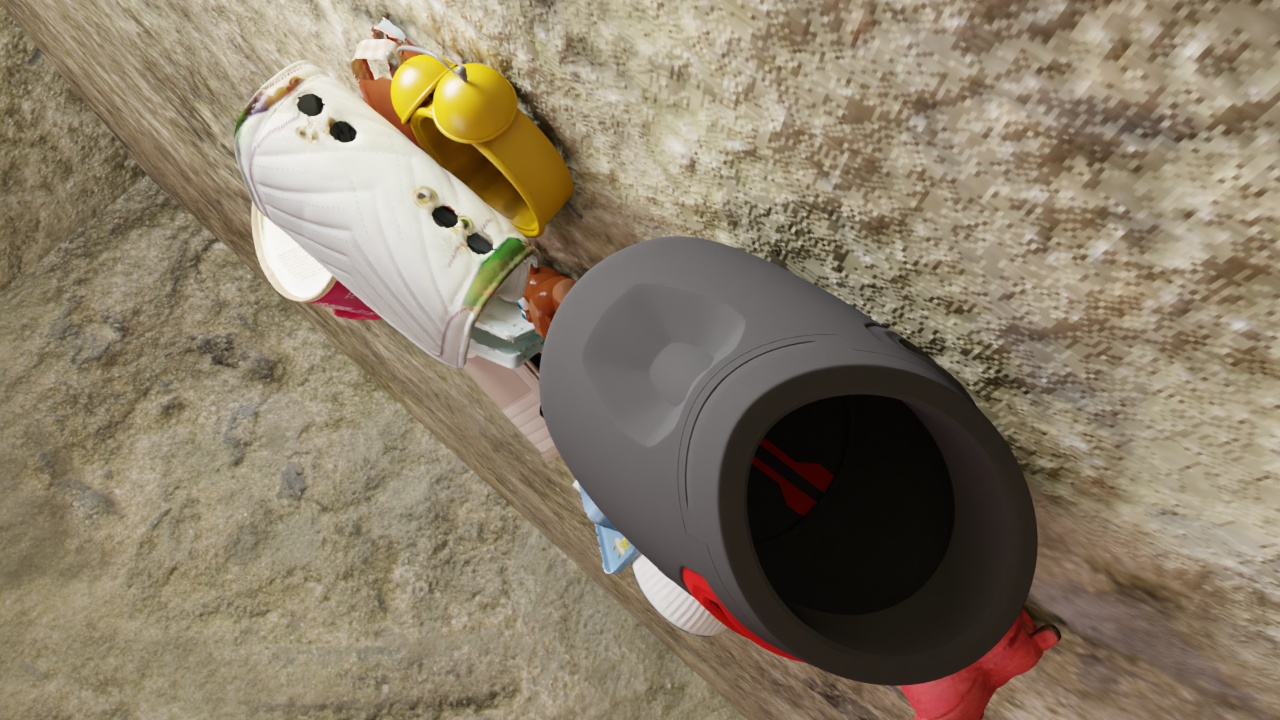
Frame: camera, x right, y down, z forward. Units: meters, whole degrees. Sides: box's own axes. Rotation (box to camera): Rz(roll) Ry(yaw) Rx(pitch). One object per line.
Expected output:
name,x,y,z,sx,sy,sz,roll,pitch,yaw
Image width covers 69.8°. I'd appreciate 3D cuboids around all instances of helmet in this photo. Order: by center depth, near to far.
helmet,0.064,0.044,0.477,0.264,0.164,0.170,38,178,-20

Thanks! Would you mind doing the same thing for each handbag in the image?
handbag,-0.169,-0.099,0.630,0.198,0.096,0.142,40,158,-1
handbag,-0.114,0.028,1.051,0.175,0.062,0.198,49,154,-11

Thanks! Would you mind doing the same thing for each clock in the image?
clock,-0.104,-0.144,0.602,0.114,0.052,0.152,27,161,43

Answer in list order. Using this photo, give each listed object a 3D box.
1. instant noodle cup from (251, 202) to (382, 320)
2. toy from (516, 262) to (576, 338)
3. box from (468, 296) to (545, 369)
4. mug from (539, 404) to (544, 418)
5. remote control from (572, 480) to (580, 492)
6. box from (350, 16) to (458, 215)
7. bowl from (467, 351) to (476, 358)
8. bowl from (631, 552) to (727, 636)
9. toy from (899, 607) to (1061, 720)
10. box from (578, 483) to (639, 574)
instant noodle cup,-0.276,-0.122,0.817,0.179,0.179,0.077,34,-156,29
toy,-0.073,-0.041,0.761,0.128,0.065,0.095,42,162,23
box,-0.186,-0.052,0.929,0.199,0.066,0.082,23,-166,24
mug,-0.026,0.053,0.863,0.098,0.082,0.118,39,-179,15
remote control,-0.009,0.144,0.951,0.143,0.049,0.024,31,160,37
box,-0.161,-0.177,0.695,0.058,0.062,0.188,13,153,10
bowl,-0.202,-0.060,1.024,0.110,0.040,0.110,29,140,28
bowl,0.057,0.186,0.843,0.118,0.117,0.062,42,120,4
toy,0.213,0.206,0.607,0.088,0.132,0.094,33,154,-2
box,-0.048,0.109,0.898,0.074,0.078,0.209,27,-159,-24
